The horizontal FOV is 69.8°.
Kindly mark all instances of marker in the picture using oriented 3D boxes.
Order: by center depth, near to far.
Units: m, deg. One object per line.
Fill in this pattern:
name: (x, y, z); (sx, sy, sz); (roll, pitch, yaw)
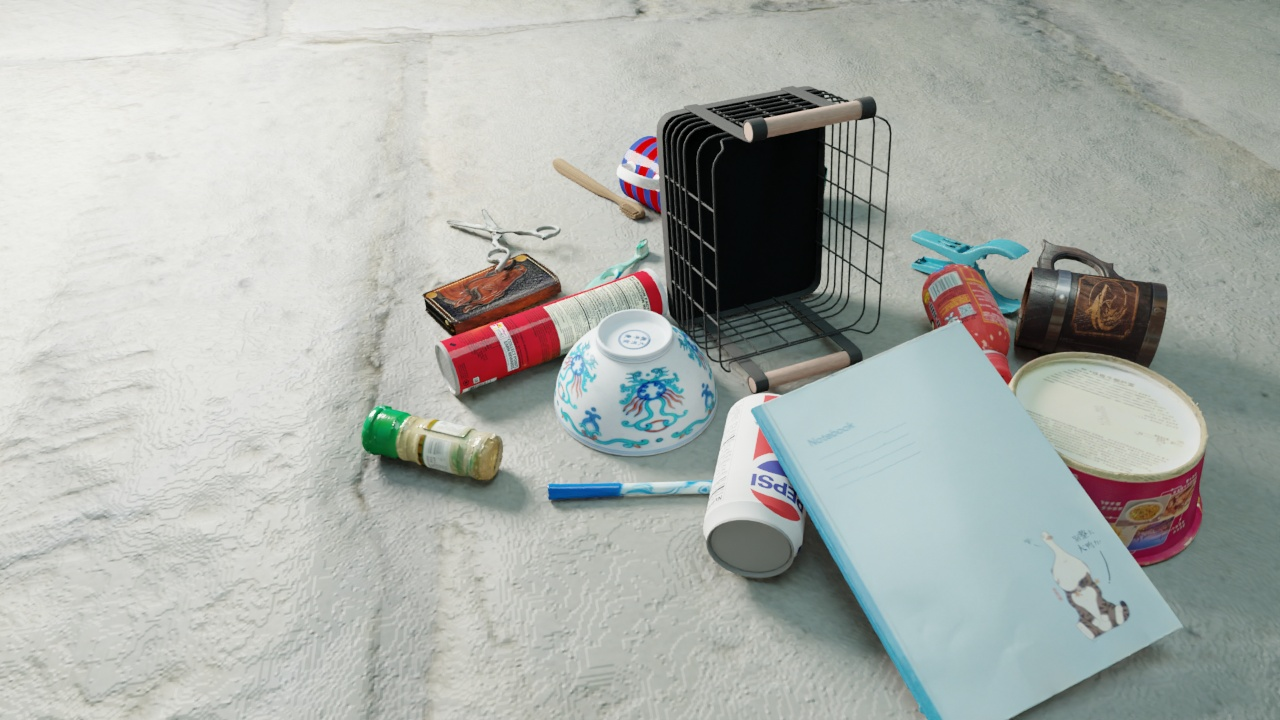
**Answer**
marker: (-0.002, 0.101, 0.718); (0.142, 0.013, 0.013); (-1, 40, 0)

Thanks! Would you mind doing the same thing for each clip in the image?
clip: (0.330, -0.077, 0.913); (0.031, 0.121, 0.130); (-31, 17, -28)

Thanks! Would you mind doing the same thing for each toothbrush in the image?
toothbrush: (-0.027, -0.088, 0.942); (0.022, 0.017, 0.134); (21, 44, 24)
toothbrush: (-0.053, -0.204, 1.083); (0.016, 0.016, 0.167); (-28, 47, -29)

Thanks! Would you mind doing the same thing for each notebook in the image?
notebook: (0.212, 0.103, 0.624); (0.181, 0.009, 0.253); (-23, 64, -10)

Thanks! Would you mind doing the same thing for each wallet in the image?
wallet: (-0.148, -0.067, 0.918); (0.122, 0.019, 0.072); (-26, 42, -27)

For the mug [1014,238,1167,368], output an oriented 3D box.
mug: (0.406, -0.054, 0.829); (0.107, 0.080, 0.115); (12, 64, 17)

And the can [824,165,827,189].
can: (0.159, -0.205, 1.048); (0.102, 0.055, 0.054); (9, 41, 13)

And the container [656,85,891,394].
container: (0.118, -0.113, 0.803); (0.162, 0.242, 0.130); (-15, 32, -16)

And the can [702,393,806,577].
can: (0.090, 0.090, 0.683); (0.070, 0.070, 0.131); (8, 41, 10)

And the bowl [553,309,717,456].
bowl: (-0.005, 0.005, 0.785); (0.144, 0.074, 0.143); (-1, 40, 1)

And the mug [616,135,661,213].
mug: (0.016, -0.204, 1.023); (0.076, 0.075, 0.111); (32, 25, 34)

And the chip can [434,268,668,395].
chip can: (-0.079, -0.028, 0.845); (0.214, 0.052, 0.052); (-21, 44, -22)

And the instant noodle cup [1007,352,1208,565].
instant noodle cup: (0.345, 0.063, 0.702); (0.178, 0.078, 0.178); (-1, 40, 0)

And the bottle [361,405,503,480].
bottle: (-0.167, 0.066, 0.742); (0.111, 0.043, 0.043); (12, 41, 14)

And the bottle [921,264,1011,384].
bottle: (0.297, -0.026, 0.823); (0.062, 0.062, 0.137); (0, 40, 1)

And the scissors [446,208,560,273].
scissors: (-0.160, -0.132, 0.988); (0.142, 0.014, 0.161); (2, 33, 13)
